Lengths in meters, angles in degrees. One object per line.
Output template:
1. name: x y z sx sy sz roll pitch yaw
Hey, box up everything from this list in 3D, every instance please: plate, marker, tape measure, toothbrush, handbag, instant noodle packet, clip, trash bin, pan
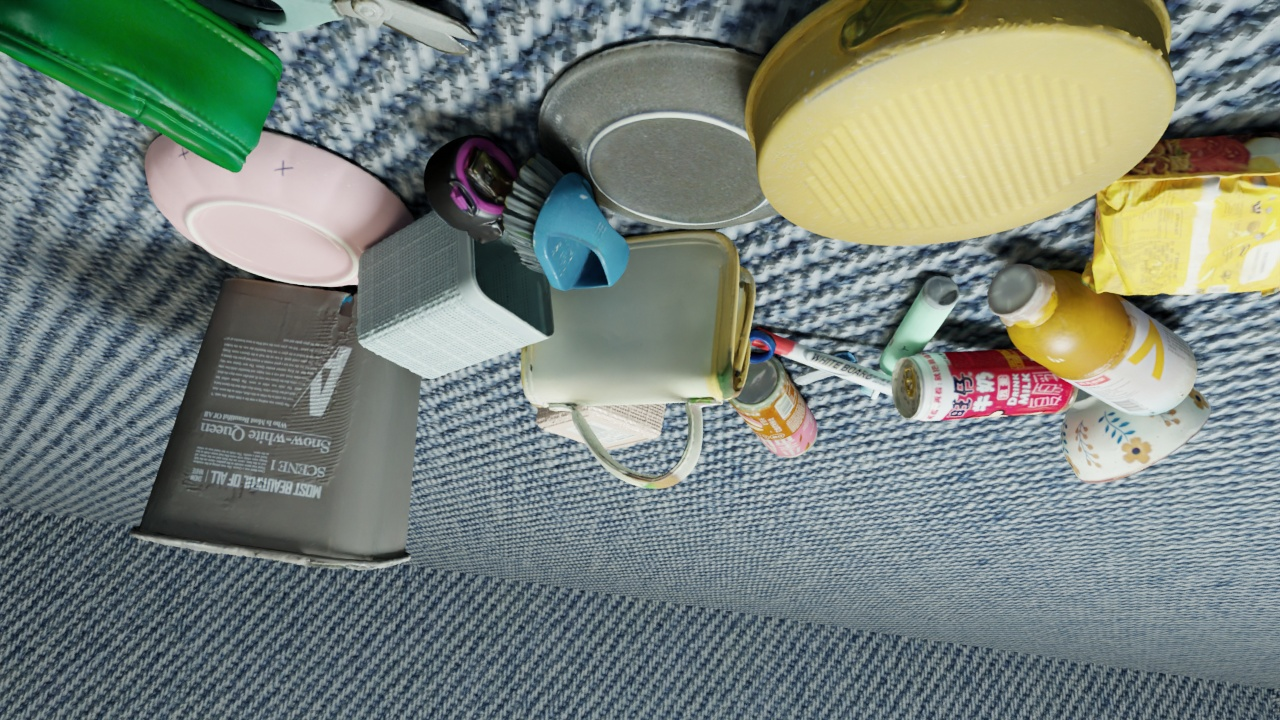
1. plate: 0.026 -0.119 0.543 0.179 0.024 0.180 7 159 3
2. marker: 0.164 0.004 0.769 0.145 0.017 0.017 20 159 4
3. plate: -0.262 -0.099 0.669 0.192 0.039 0.193 7 158 3
4. tape measure: -0.101 -0.109 0.564 0.039 0.057 0.058 -13 140 41
5. toothbrush: 0.215 -0.009 0.750 0.027 0.026 0.225 29 162 12
6. handbag: -0.004 0.004 0.652 0.164 0.178 0.063 -3 160 25
7. instant noodle packet: 0.313 -0.077 0.521 0.111 0.044 0.128 5 156 26
8. handbag: -0.262 -0.155 0.474 0.120 0.068 0.131 16 172 45
9. clip: 0.163 0.007 0.816 0.057 0.032 0.025 -11 154 31
10. trash bin: -0.288 0.058 0.792 0.199 0.219 0.199 9 171 -1
11. pan: 0.113 -0.155 0.390 0.198 0.078 0.357 -12 158 26

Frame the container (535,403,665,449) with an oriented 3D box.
1. container: -0.028 0.009 0.762 0.089 0.110 0.090 23 154 -34

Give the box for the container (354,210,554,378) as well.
1. container: -0.133 -0.048 0.646 0.112 0.090 0.090 -22 149 24

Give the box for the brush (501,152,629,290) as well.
1. brush: -0.042 -0.077 0.583 0.073 0.055 0.144 30 172 6

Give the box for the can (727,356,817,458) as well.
1. can: 0.126 0.045 0.871 0.058 0.057 0.147 -2 156 23

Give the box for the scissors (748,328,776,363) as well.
1. scissors: 0.067 -0.004 0.805 0.133 0.012 0.173 19 158 19

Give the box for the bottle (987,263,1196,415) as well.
1. bottle: 0.313 -0.016 0.640 0.189 0.068 0.068 22 154 -31

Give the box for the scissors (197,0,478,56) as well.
1. scissors: -0.166 -0.184 0.456 0.180 0.019 0.143 22 154 -34

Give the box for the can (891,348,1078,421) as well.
1. can: 0.269 0.018 0.722 0.132 0.053 0.053 -3 160 -11

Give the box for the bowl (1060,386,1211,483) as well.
1. bowl: 0.388 0.041 0.742 0.062 0.113 0.114 54 151 2
